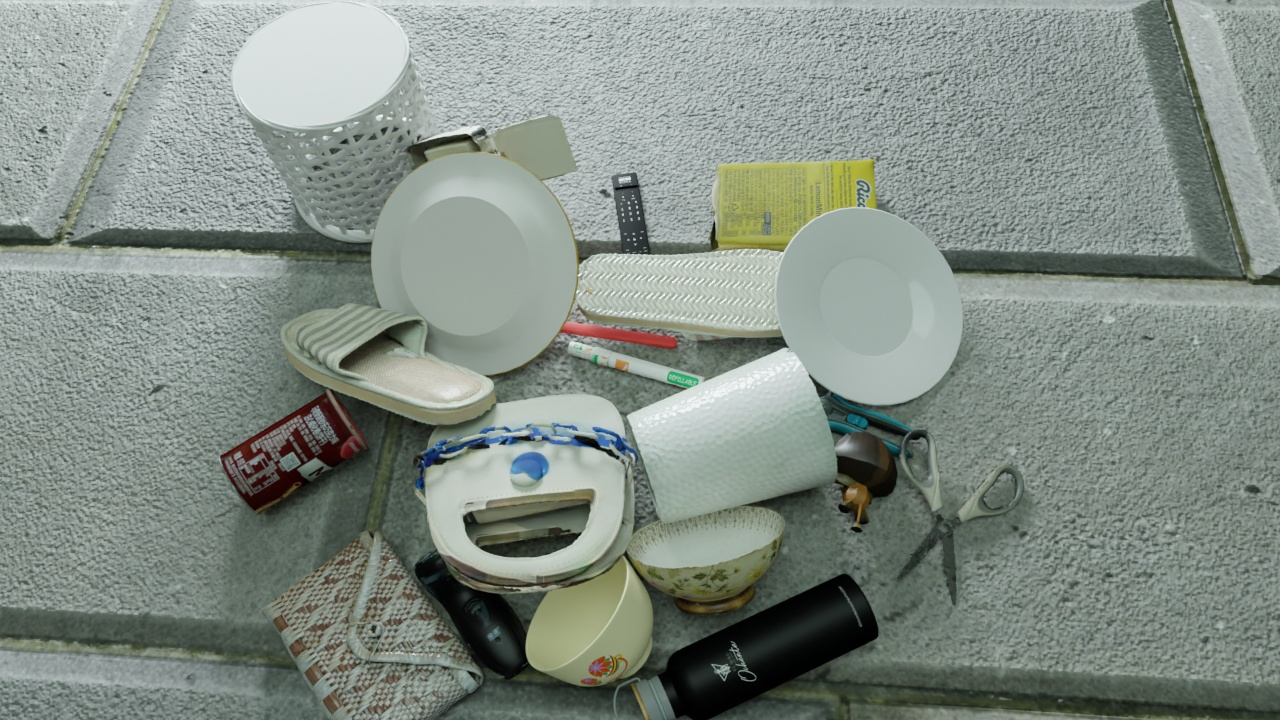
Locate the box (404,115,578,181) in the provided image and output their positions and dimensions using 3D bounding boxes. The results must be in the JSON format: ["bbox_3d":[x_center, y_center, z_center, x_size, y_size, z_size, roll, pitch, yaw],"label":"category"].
[{"bbox_3d":[-0.133,-0.193,0.984,0.184,0.143,0.098,-2,31,29],"label":"box"}]

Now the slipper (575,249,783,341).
[{"bbox_3d":[0.063,-0.069,0.968,0.263,0.052,0.114,1,60,0],"label":"slipper"}]

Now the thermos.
[{"bbox_3d":[0.086,0.257,0.784,0.231,0.061,0.061,-22,63,-9],"label":"thermos"}]

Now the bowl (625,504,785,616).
[{"bbox_3d":[0.062,0.180,0.808,0.145,0.145,0.063,-12,99,-3],"label":"bowl"}]

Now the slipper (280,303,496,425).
[{"bbox_3d":[-0.255,-0.004,0.906,0.273,0.054,0.114,24,40,32],"label":"slipper"}]

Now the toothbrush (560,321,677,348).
[{"bbox_3d":[-0.066,-0.031,0.978,0.212,0.018,0.012,8,62,4],"label":"toothbrush"}]

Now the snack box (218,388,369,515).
[{"bbox_3d":[-0.337,0.089,0.895,0.121,0.072,0.072,-34,65,-13],"label":"snack box"}]

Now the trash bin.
[{"bbox_3d":[0.079,0.075,0.844,0.161,0.133,0.133,-18,62,-4],"label":"trash bin"}]

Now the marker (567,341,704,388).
[{"bbox_3d":[-0.006,0.006,0.950,0.145,0.017,0.017,16,64,11],"label":"marker"}]

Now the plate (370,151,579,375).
[{"bbox_3d":[-0.175,-0.096,0.935,0.230,0.021,0.230,2,99,14],"label":"plate"}]

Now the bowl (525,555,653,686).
[{"bbox_3d":[-0.031,0.234,0.791,0.074,0.118,0.117,45,66,-22],"label":"bowl"}]

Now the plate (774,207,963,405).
[{"bbox_3d":[0.233,-0.056,0.938,0.208,0.015,0.208,3,77,-13],"label":"plate"}]

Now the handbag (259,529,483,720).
[{"bbox_3d":[-0.240,0.250,0.816,0.124,0.047,0.186,-38,66,-15],"label":"handbag"}]

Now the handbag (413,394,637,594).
[{"bbox_3d":[-0.099,0.115,0.815,0.200,0.093,0.199,-9,37,-3],"label":"handbag"}]

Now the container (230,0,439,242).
[{"bbox_3d":[-0.322,-0.260,1.015,0.189,0.187,0.189,-1,61,2],"label":"container"}]

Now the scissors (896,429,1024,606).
[{"bbox_3d":[0.289,0.137,0.858,0.170,0.013,0.157,-22,71,-13],"label":"scissors"}]

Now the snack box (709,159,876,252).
[{"bbox_3d":[0.169,-0.164,1.017,0.181,0.045,0.121,1,62,6],"label":"snack box"}]

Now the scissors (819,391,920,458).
[{"bbox_3d":[0.206,0.052,0.912,0.139,0.019,0.136,-23,61,-8],"label":"scissors"}]

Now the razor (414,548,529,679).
[{"bbox_3d":[-0.147,0.218,0.816,0.053,0.064,0.140,-38,63,-14],"label":"razor"}]

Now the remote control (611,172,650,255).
[{"bbox_3d":[-0.010,-0.157,1.043,0.030,0.009,0.140,-8,61,-1],"label":"remote control"}]

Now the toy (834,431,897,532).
[{"bbox_3d":[0.205,0.116,0.855,0.076,0.063,0.099,36,53,-20],"label":"toy"}]
